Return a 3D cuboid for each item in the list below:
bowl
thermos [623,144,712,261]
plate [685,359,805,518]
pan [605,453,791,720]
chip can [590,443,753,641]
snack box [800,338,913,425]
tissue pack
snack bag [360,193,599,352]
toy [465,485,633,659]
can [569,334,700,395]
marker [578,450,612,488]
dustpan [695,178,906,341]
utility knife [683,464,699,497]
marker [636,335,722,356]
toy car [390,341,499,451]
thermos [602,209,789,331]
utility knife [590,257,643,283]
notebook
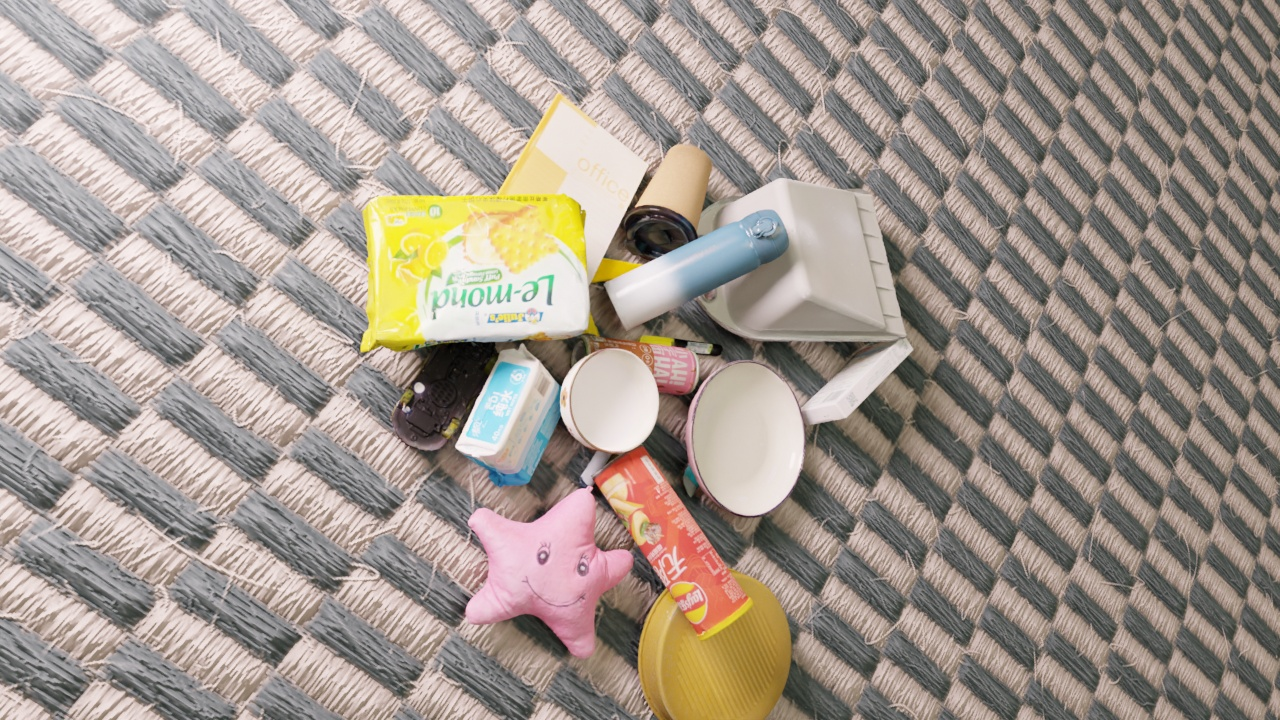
[{"bbox_3d":[-0.043,0.045,1.004,0.113,0.062,0.113,2,86,-34],"label":"bowl"},{"bbox_3d":[0.039,-0.194,1.131,0.093,0.093,0.143,31,60,-19],"label":"thermos"},{"bbox_3d":[0.124,0.096,1.130,0.192,0.039,0.192,5,82,-37],"label":"plate"},{"bbox_3d":[0.051,0.270,1.069,0.197,0.078,0.357,-28,100,-30],"label":"pan"},{"bbox_3d":[0.034,0.197,1.007,0.073,0.073,0.216,-30,79,-28],"label":"chip can"},{"bbox_3d":[0.283,0.027,1.210,0.156,0.085,0.027,-39,97,-27],"label":"snack box"},{"bbox_3d":[-0.137,0.061,0.987,0.139,0.063,0.090,-67,152,-20],"label":"tissue pack"},{"bbox_3d":[-0.169,-0.092,0.962,0.246,0.068,0.158,-4,79,-15],"label":"snack bag"},{"bbox_3d":[-0.100,0.213,0.983,0.194,0.075,0.178,27,78,-21],"label":"toy"},{"bbox_3d":[-0.006,0.006,1.082,0.147,0.058,0.058,7,77,-26],"label":"can"},{"bbox_3d":[-0.032,0.091,1.059,0.018,0.022,0.130,31,84,7],"label":"marker"},{"bbox_3d":[0.193,-0.123,1.195,0.257,0.143,0.222,9,65,-42],"label":"dustpan"},{"bbox_3d":[0.094,0.101,1.141,0.029,0.013,0.159,45,62,-16],"label":"utility knife"},{"bbox_3d":[0.050,-0.017,1.141,0.124,0.015,0.018,5,80,-29],"label":"marker"},{"bbox_3d":[-0.209,0.027,0.982,0.070,0.042,0.157,36,61,-12],"label":"toy car"},{"bbox_3d":[0.067,-0.110,1.079,0.220,0.070,0.070,-26,93,3],"label":"thermos"},{"bbox_3d":[-0.025,-0.105,1.118,0.173,0.015,0.033,7,83,-27],"label":"utility knife"},{"bbox_3d":[-0.081,-0.201,1.081,0.146,0.010,0.205,36,59,-20],"label":"notebook"}]
